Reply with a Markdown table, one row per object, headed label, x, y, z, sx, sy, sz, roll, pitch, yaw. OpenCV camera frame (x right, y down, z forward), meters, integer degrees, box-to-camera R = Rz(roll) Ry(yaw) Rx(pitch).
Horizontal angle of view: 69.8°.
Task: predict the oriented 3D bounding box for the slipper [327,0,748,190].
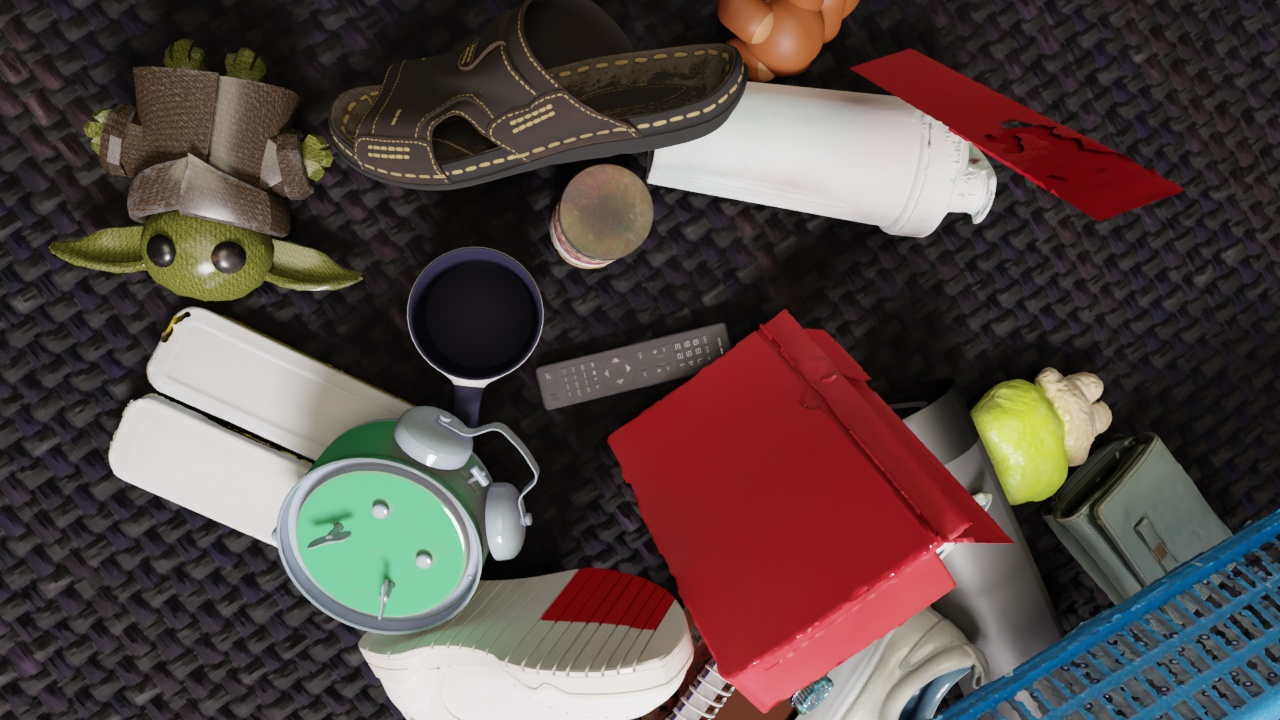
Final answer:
| label | x | y | z | sx | sy | sz | roll | pitch | yaw |
| --- | --- | --- | --- | --- | --- | --- | --- | --- | --- |
| slipper | -0.072 | -0.165 | 0.544 | 0.268 | 0.112 | 0.076 | -2 | 135 | 15 |

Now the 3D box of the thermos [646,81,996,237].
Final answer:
| label | x | y | z | sx | sy | sz | roll | pitch | yaw |
| --- | --- | --- | --- | --- | --- | --- | --- | --- | --- |
| thermos | 0.117 | -0.142 | 0.613 | 0.220 | 0.099 | 0.099 | 8 | 91 | -5 |

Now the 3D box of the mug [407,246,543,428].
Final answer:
| label | x | y | z | sx | sy | sz | roll | pitch | yaw |
| --- | --- | --- | --- | --- | --- | --- | --- | --- | --- |
| mug | -0.105 | -0.012 | 0.581 | 0.078 | 0.097 | 0.112 | 6 | 92 | -9 |

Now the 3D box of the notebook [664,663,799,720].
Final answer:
| label | x | y | z | sx | sy | sz | roll | pitch | yaw |
| --- | --- | --- | --- | --- | --- | --- | --- | --- | --- |
| notebook | 0.075 | 0.238 | 0.608 | 0.209 | 0.022 | 0.171 | -52 | 138 | -3 |

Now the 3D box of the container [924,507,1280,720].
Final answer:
| label | x | y | z | sx | sy | sz | roll | pitch | yaw |
| --- | --- | --- | --- | --- | --- | --- | --- | --- | --- |
| container | 0.340 | 0.270 | 0.598 | 0.362 | 0.089 | 0.257 | -26 | 124 | -10 |

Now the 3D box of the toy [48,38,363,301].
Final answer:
| label | x | y | z | sx | sy | sz | roll | pitch | yaw |
| --- | --- | --- | --- | --- | --- | --- | --- | --- | --- |
| toy | -0.262 | -0.113 | 0.562 | 0.179 | 0.078 | 0.153 | 5 | 95 | -11 |

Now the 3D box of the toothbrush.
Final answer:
| label | x | y | z | sx | sy | sz | roll | pitch | yaw |
| --- | --- | --- | --- | --- | --- | --- | --- | --- | --- |
| toothbrush | 0.163 | 0.156 | 0.591 | 0.016 | 0.017 | 0.189 | 41 | 92 | -19 |

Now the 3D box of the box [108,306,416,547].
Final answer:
| label | x | y | z | sx | sy | sz | roll | pitch | yaw |
| --- | --- | --- | --- | --- | --- | --- | --- | --- | --- |
| box | -0.229 | 0.061 | 0.605 | 0.209 | 0.036 | 0.129 | 26 | 92 | -9 |

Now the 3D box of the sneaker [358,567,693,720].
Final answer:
| label | x | y | z | sx | sy | sz | roll | pitch | yaw |
| --- | --- | --- | --- | --- | --- | --- | --- | --- | --- |
| sneaker | -0.062 | 0.197 | 0.557 | 0.237 | 0.090 | 0.104 | -11 | 109 | 31 |

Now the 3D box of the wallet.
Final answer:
| label | x | y | z | sx | sy | sz | roll | pitch | yaw |
| --- | --- | --- | --- | --- | --- | --- | --- | --- | --- |
| wallet | 0.377 | 0.129 | 0.684 | 0.100 | 0.054 | 0.131 | -43 | 103 | -3 |

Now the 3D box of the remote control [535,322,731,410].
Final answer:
| label | x | y | z | sx | sy | sz | roll | pitch | yaw |
| --- | --- | --- | --- | --- | --- | --- | --- | --- | --- |
| remote control | -0.004 | 0.004 | 0.638 | 0.136 | 0.015 | 0.032 | -14 | 95 | -5 |

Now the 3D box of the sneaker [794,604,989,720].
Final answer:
| label | x | y | z | sx | sy | sz | roll | pitch | yaw |
| --- | --- | --- | --- | --- | --- | --- | --- | --- | --- |
| sneaker | 0.147 | 0.276 | 0.614 | 0.089 | 0.091 | 0.242 | 22 | 99 | -49 |

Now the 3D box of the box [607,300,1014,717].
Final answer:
| label | x | y | z | sx | sy | sz | roll | pitch | yaw |
| --- | --- | --- | --- | --- | --- | --- | --- | --- | --- |
| box | 0.079 | 0.084 | 0.553 | 0.153 | 0.214 | 0.165 | 1 | 124 | -23 |

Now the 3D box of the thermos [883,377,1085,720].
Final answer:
| label | x | y | z | sx | sy | sz | roll | pitch | yaw |
| --- | --- | --- | --- | --- | --- | --- | --- | --- | --- |
| thermos | 0.228 | 0.136 | 0.644 | 0.082 | 0.082 | 0.240 | -26 | 96 | -6 |

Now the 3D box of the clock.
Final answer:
| label | x | y | z | sx | sy | sz | roll | pitch | yaw |
| --- | --- | --- | --- | --- | --- | --- | --- | --- | --- |
| clock | -0.135 | 0.092 | 0.551 | 0.162 | 0.075 | 0.122 | -31 | 107 | 16 |

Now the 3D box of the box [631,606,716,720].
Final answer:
| label | x | y | z | sx | sy | sz | roll | pitch | yaw |
| --- | --- | --- | --- | --- | --- | --- | --- | --- | --- |
| box | 0.057 | 0.179 | 0.627 | 0.042 | 0.083 | 0.187 | 39 | 85 | -12 |

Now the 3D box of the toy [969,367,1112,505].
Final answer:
| label | x | y | z | sx | sy | sz | roll | pitch | yaw |
| --- | --- | --- | --- | --- | --- | --- | --- | --- | --- |
| toy | 0.293 | 0.051 | 0.669 | 0.115 | 0.046 | 0.092 | -26 | 97 | -13 |

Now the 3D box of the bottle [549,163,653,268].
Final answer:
| label | x | y | z | sx | sy | sz | roll | pitch | yaw |
| --- | --- | --- | --- | --- | --- | --- | --- | --- | --- |
| bottle | -0.027 | -0.089 | 0.584 | 0.056 | 0.105 | 0.056 | 0 | 92 | -9 |

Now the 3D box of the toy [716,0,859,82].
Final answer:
| label | x | y | z | sx | sy | sz | roll | pitch | yaw |
| --- | --- | --- | --- | --- | --- | --- | --- | --- | --- |
| toy | 0.110 | -0.243 | 0.613 | 0.065 | 0.095 | 0.127 | 38 | 74 | 15 |
